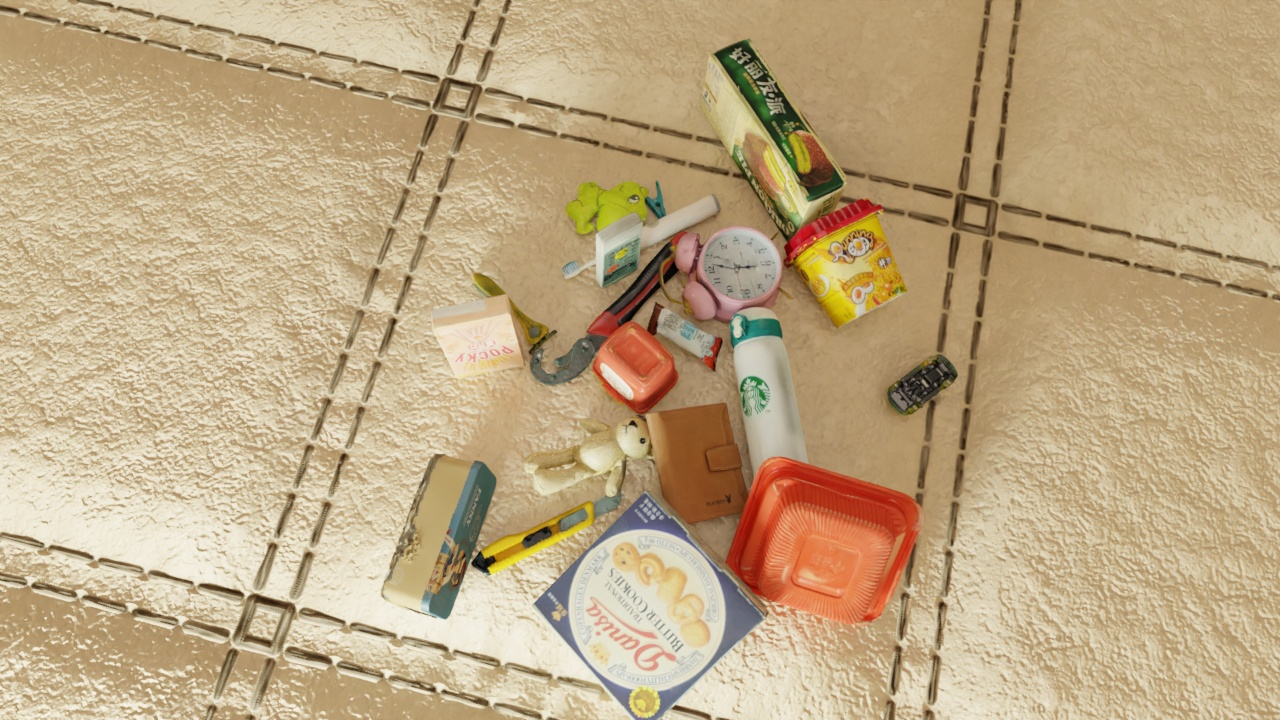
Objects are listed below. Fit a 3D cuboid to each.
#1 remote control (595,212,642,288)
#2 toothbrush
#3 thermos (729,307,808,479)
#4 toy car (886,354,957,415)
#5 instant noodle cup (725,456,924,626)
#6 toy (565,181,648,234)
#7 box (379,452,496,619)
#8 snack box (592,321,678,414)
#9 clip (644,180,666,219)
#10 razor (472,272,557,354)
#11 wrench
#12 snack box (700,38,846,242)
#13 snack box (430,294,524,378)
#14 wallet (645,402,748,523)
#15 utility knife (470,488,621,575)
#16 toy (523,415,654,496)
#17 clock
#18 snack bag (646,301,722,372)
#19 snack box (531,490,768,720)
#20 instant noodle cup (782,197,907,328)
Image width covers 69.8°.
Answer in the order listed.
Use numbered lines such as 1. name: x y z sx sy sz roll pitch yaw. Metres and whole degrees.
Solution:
1. remote control: -0.026 -0.129 1.095 0.056 0.135 0.019 -30 76 -13
2. toothbrush: 0.001 -0.155 1.163 0.221 0.027 0.026 -27 112 -10
3. thermos: 0.148 0.047 1.073 0.073 0.073 0.224 -6 71 -4
4. toy car: 0.337 0.031 1.102 0.091 0.036 0.043 -33 76 -13
5. instant noodle cup: 0.197 0.205 0.982 0.189 0.079 0.165 16 106 1
6. toy: -0.040 -0.194 1.173 0.100 0.031 0.096 29 78 11
7. box: -0.216 0.185 1.004 0.063 0.090 0.184 16 72 10
8. snack box: -0.006 0.006 1.077 0.091 0.080 0.082 43 75 12
9. clip: 0.019 -0.206 1.189 0.034 0.013 0.055 -25 74 -9
10. razor: -0.162 -0.065 1.128 0.043 0.028 0.132 -43 75 -11
11. wrench: -0.026 -0.064 1.133 0.273 0.016 0.056 -43 93 -16
12. snack box: 0.163 -0.277 1.164 0.063 0.115 0.240 -27 73 -12
13. snack box: -0.181 -0.024 1.042 0.084 0.157 0.026 -12 69 -5
14. wallet: 0.066 0.117 1.047 0.107 0.031 0.131 -6 78 -28
15. utility knife: -0.104 0.193 1.043 0.190 0.015 0.033 -25 76 -10
16. toy: -0.056 0.106 1.048 0.157 0.066 0.105 -18 55 -16
17. clock: 0.101 -0.106 1.128 0.158 0.060 0.117 -8 75 -6
18. snack bag: 0.055 -0.029 1.106 0.104 0.026 0.048 26 62 -15
19. snack box: 0.010 0.265 0.979 0.182 0.046 0.178 -46 77 3
20. instant noodle cup: 0.253 -0.114 1.118 0.116 0.116 0.123 -26 85 -11
